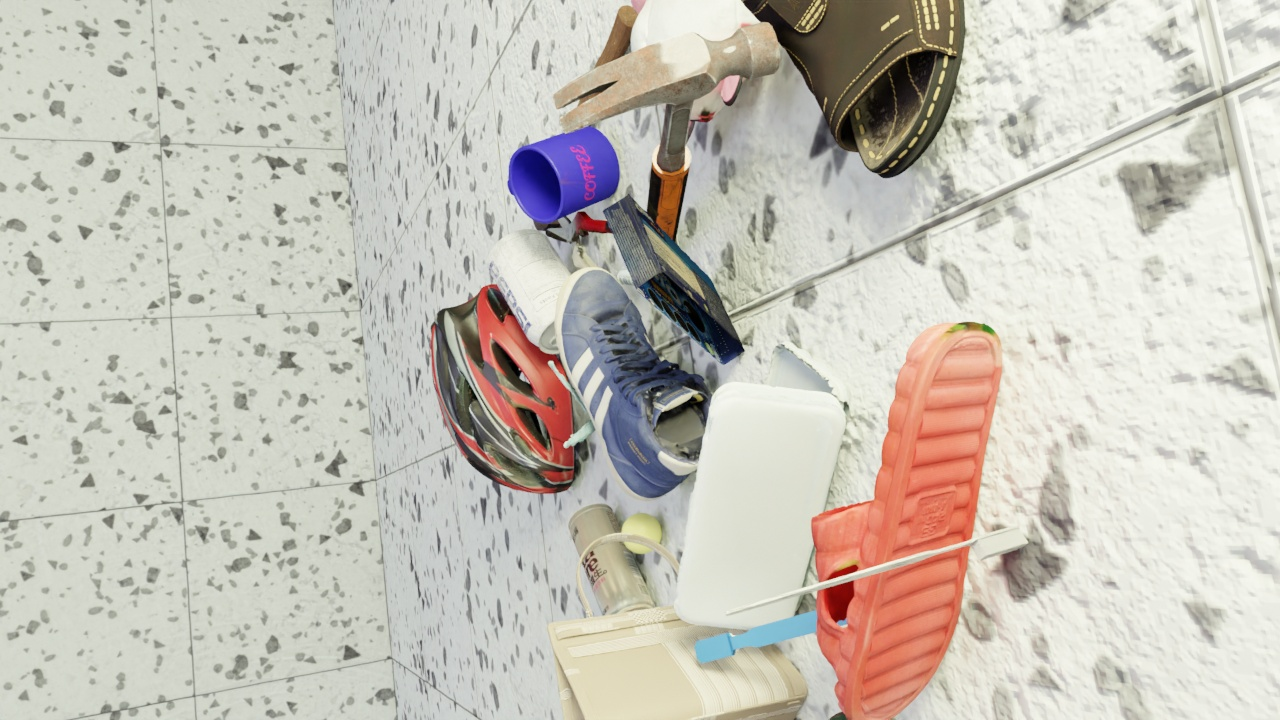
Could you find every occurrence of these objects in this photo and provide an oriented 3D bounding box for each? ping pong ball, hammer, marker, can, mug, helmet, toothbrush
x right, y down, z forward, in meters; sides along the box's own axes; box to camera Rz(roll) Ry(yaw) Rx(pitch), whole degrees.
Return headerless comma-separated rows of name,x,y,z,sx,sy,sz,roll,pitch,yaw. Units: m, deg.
ping pong ball,0.001,0.171,0.909,0.040,0.040,0.040,176,90,-65
hammer,0.010,-0.139,0.699,0.315,0.137,0.035,98,156,-75
marker,0.011,-0.077,0.877,0.146,0.017,0.017,-163,71,-63
can,-0.113,-0.079,1.035,0.136,0.078,0.078,57,144,30
mug,-0.090,-0.192,0.954,0.111,0.083,0.079,2,115,45
helmet,-0.163,0.041,1.134,0.272,0.166,0.218,69,159,8
can,-0.032,0.219,0.971,0.135,0.054,0.054,-119,35,-42
hammer,-0.067,-0.255,1.007,0.324,0.033,0.115,128,134,-55
toothbrush,0.124,0.109,0.464,0.010,0.181,0.010,111,143,-51
toothbrush,0.105,0.190,0.650,0.167,0.014,0.016,-28,66,35

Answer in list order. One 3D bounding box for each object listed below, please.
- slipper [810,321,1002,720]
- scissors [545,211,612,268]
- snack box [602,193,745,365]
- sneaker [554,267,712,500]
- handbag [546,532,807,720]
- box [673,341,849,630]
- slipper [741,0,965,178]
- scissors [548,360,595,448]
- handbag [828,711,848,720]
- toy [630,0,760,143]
slipper,0.142,0.094,0.521,0.059,0.103,0.249,24,114,47
scissors,-0.056,-0.122,0.966,0.188,0.015,0.179,-45,59,58
snack box,0.028,-0.060,0.713,0.027,0.150,0.082,-32,55,14
sneaker,-0.005,0.006,0.823,0.119,0.091,0.233,-37,67,64
handbag,0.008,0.216,0.745,0.197,0.175,0.062,-118,34,-46
box,0.090,0.090,0.690,0.124,0.106,0.216,-79,-1,-61
slipper,0.115,-0.234,0.557,0.113,0.075,0.267,131,130,-58
scissors,-0.038,0.063,0.900,0.023,0.171,0.168,-17,100,22
handbag,0.142,0.320,0.611,0.138,0.063,0.167,53,140,35
toy,0.038,-0.280,0.709,0.142,0.084,0.213,-12,82,57
